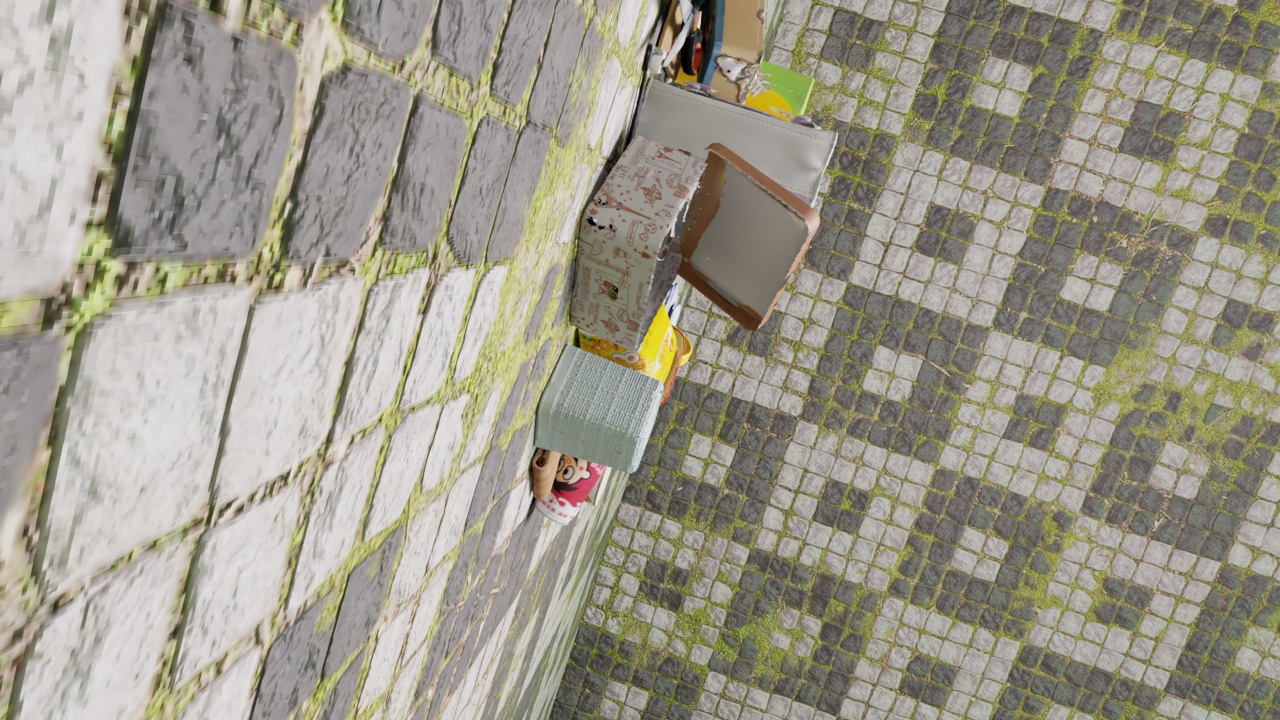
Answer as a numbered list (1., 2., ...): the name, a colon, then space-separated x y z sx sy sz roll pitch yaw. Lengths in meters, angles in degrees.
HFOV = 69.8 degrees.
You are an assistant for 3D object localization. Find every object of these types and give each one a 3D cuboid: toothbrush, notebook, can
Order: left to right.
1. can: -0.074 0.130 1.102 0.133 0.053 0.053 -58 177 5
2. toothbrush: -0.006 -0.217 0.893 0.015 0.018 0.181 -70 178 -56
3. notebook: 0.059 -0.403 0.935 0.149 0.012 0.211 -44 153 -79

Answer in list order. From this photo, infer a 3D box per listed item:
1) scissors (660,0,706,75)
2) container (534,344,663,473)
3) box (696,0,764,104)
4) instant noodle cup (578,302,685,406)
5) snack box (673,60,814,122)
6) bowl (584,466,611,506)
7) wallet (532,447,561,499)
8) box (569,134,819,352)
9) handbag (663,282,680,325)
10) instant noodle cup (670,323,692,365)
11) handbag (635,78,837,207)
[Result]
1. scissors: 0.050 -0.340 0.886 0.222 0.022 0.210 65 42 -82
2. container: -0.042 0.054 0.958 0.090 0.111 0.090 104 6 -53
3. box: 0.101 -0.375 1.026 0.090 0.059 0.184 112 -17 -58
4. instant noodle cup: -0.016 -0.022 1.041 0.124 0.116 0.115 79 28 -58
5. snack box: 0.119 -0.298 1.165 0.210 0.158 0.070 96 15 -73
6. bowl: -0.072 0.142 1.296 0.113 0.062 0.113 22 88 -85
7. wallet: -0.097 0.091 1.046 0.101 0.020 0.115 103 6 -61
8. box: 0.053 -0.094 0.894 0.156 0.193 0.183 -60 171 -33
9. handbag: 0.014 -0.040 1.520 0.194 0.075 0.133 102 8 -53
10. instant noodle cup: -0.007 0.007 1.234 0.115 0.118 0.118 -64 179 24
11. handbag: 0.099 -0.226 0.966 0.145 0.197 0.098 -45 154 -82
